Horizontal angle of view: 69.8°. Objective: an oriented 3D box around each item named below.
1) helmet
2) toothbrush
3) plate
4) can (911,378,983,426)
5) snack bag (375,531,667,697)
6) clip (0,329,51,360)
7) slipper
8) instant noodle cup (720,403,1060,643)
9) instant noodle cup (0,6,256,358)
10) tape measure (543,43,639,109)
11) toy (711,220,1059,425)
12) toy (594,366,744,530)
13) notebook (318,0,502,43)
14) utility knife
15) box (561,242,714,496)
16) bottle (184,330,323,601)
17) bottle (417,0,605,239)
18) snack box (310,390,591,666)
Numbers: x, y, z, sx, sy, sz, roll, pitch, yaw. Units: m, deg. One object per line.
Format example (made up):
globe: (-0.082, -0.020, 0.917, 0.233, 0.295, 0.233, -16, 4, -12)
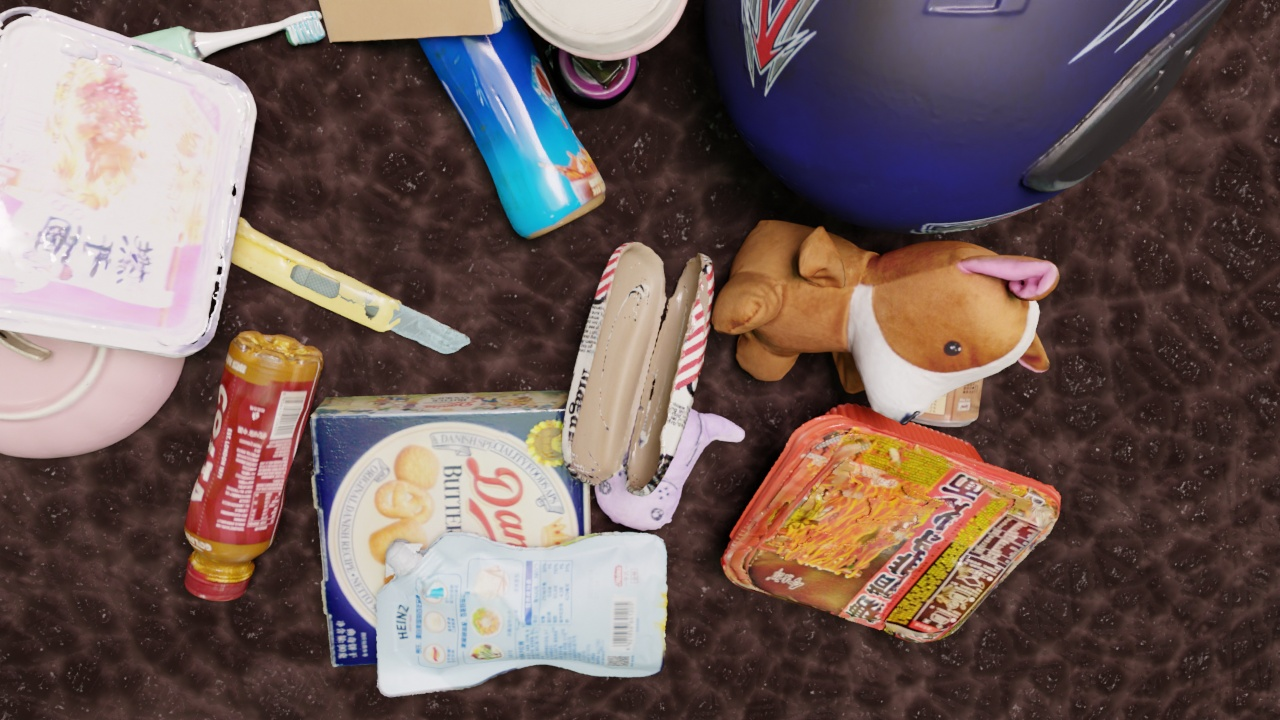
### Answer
helmet: (0.186, -0.206, 0.502, 0.315, 0.247, 0.241, -34, 148, -16)
toothbrush: (-0.304, -0.183, 0.558, 0.224, 0.026, 0.027, -15, 101, -4)
plate: (-0.390, -0.026, 0.575, 0.192, 0.039, 0.192, -1, 102, -6)
can: (0.210, -0.016, 0.635, 0.058, 0.058, 0.116, 2, 102, -7)
snack bag: (-0.078, 0.166, 0.606, 0.191, 0.038, 0.110, 0, 109, -5)
clip: (-0.388, -0.048, 0.533, 0.104, 0.034, 0.082, 12, 101, -13)
slipper: (-0.034, -0.279, 0.510, 0.114, 0.054, 0.274, -18, 72, 10)
instant noodle cup: (0.160, 0.105, 0.627, 0.188, 0.079, 0.165, 19, 125, -11)
instant noodle cup: (-0.309, -0.096, 0.530, 0.137, 0.060, 0.173, 12, 86, -38)
tape measure: (-0.029, -0.189, 0.581, 0.058, 0.039, 0.057, 42, 94, -13)
toy: (0.147, -0.025, 0.565, 0.200, 0.140, 0.130, 3, 74, 20)
toy: (0.012, 0.070, 0.639, 0.084, 0.039, 0.108, 32, 96, 7)
notebook: (-0.148, -0.281, 0.492, 0.148, 0.008, 0.208, 11, 123, 34)
utility knife: (-0.206, -0.051, 0.606, 0.198, 0.021, 0.031, 25, 103, -15)
box: (-0.009, 0.002, 0.595, 0.087, 0.076, 0.163, 14, 81, -10)
bottle: (-0.258, 0.071, 0.601, 0.057, 0.057, 0.175, 17, 99, -10)
bottle: (-0.094, -0.184, 0.561, 0.065, 0.065, 0.219, -27, 104, -1)
snack box: (-0.125, 0.114, 0.632, 0.182, 0.045, 0.178, -2, 103, -6)
